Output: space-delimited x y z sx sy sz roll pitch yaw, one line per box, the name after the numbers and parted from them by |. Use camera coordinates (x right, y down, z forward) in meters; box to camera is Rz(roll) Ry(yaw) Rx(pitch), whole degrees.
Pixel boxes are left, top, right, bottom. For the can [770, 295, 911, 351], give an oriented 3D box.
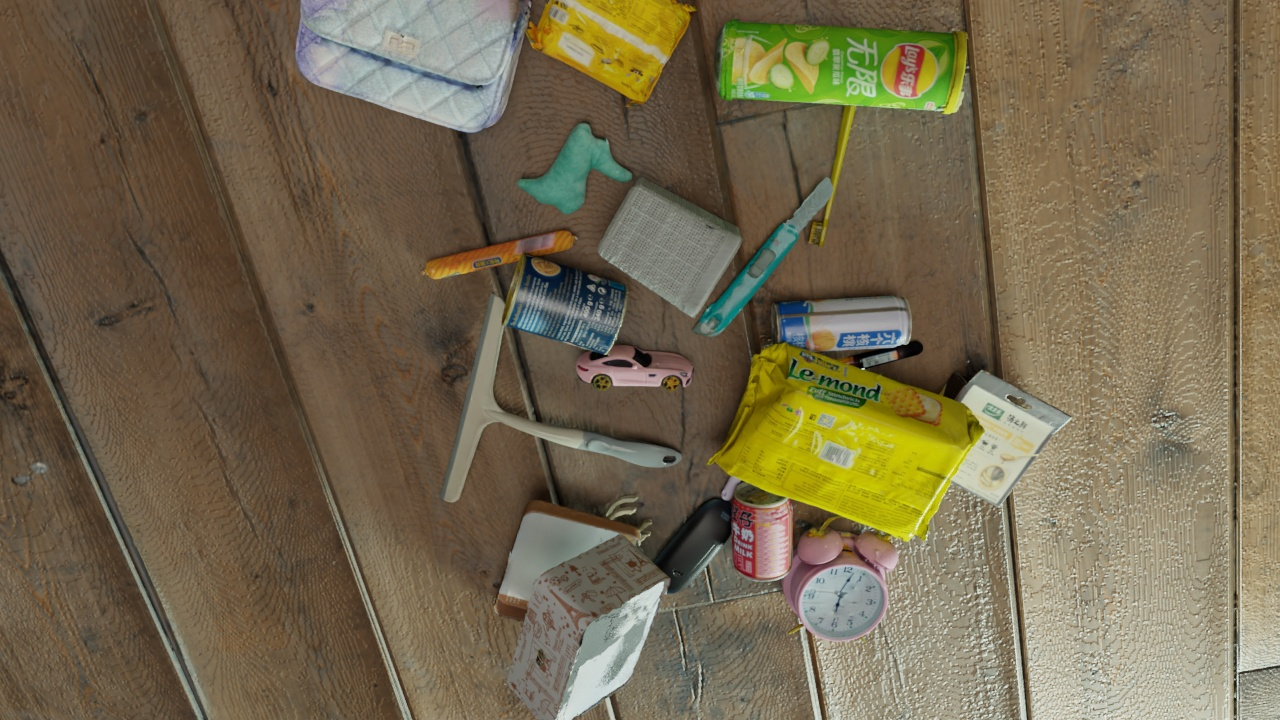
0.203 -0.037 0.934 0.134 0.053 0.053 -3 109 1 | can

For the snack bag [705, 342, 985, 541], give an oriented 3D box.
0.206 0.087 0.930 0.246 0.068 0.158 19 121 -1 | snack bag

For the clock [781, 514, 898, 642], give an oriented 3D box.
0.224 0.240 1.026 0.117 0.059 0.159 7 107 -3 | clock

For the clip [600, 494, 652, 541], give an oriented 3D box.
-0.030 0.199 1.027 0.105 0.034 0.083 -42 103 18 | clip

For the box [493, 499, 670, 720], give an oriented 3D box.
-0.082 0.254 0.993 0.178 0.152 0.183 36 125 29 | box

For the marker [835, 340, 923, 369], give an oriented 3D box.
0.237 0.000 0.969 0.124 0.015 0.018 -14 110 2 | marker

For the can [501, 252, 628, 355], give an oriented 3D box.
-0.074 -0.055 0.912 0.111 0.075 0.075 16 108 -13 | can

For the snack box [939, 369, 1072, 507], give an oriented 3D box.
0.365 0.077 0.973 0.113 0.053 0.126 27 107 -8 | snack box

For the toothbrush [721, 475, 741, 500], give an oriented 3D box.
0.130 0.073 0.991 0.021 0.029 0.189 6 115 -42 | toothbrush

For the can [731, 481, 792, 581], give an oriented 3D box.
0.133 0.184 1.002 0.066 0.066 0.094 -3 111 1 | can

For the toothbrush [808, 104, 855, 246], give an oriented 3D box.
0.192 -0.205 0.897 0.016 0.015 0.190 11 109 3 | toothbrush

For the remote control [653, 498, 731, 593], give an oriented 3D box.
0.059 0.214 1.036 0.053 0.024 0.137 34 106 -12 | remote control

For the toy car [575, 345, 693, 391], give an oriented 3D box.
-0.006 0.006 0.949 0.122 0.056 0.037 1 116 -1 | toy car

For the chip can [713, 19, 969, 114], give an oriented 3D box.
0.177 -0.267 0.833 0.221 0.072 0.073 5 109 7 | chip can

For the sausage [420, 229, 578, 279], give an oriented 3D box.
-0.143 -0.107 0.928 0.165 0.021 0.021 -12 108 4 | sausage

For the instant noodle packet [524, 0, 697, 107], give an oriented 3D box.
-0.029 -0.309 0.842 0.128 0.044 0.111 27 100 -18 | instant noodle packet

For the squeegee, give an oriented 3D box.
-0.073 0.080 0.983 0.246 0.039 0.247 16 108 -6 | squeegee

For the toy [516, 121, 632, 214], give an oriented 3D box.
-0.060 -0.185 0.898 0.096 0.030 0.092 27 109 -15 | toy

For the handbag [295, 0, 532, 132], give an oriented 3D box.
-0.207 -0.294 0.836 0.194 0.075 0.134 15 106 -6 | handbag

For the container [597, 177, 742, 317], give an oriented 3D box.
0.026 -0.115 0.891 0.114 0.090 0.090 30 106 -7 | container

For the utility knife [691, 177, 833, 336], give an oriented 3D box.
0.124 -0.100 0.929 0.029 0.013 0.208 38 108 -4 | utility knife
